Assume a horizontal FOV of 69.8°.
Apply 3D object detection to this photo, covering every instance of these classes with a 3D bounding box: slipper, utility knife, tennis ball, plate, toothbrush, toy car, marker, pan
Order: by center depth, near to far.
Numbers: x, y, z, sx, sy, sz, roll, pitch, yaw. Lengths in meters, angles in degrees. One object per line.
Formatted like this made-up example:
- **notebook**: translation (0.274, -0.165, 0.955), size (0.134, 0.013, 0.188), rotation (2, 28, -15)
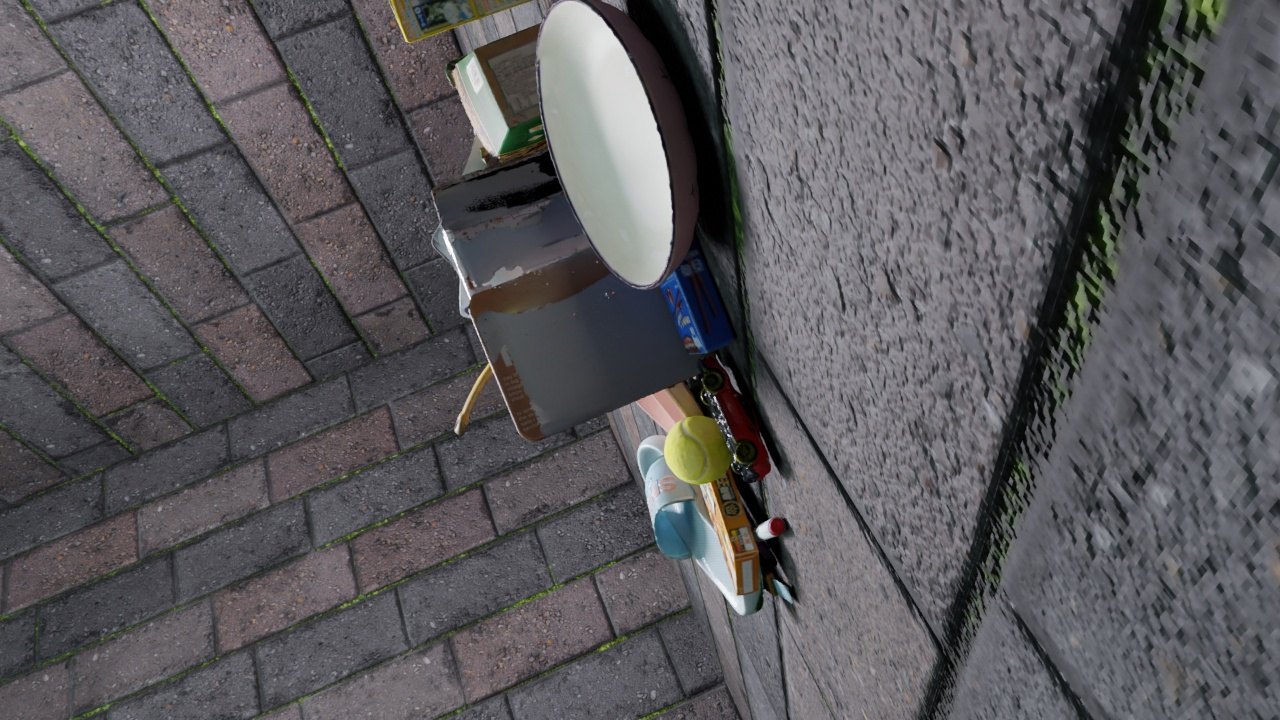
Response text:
- **plate**: translation (-0.011, -0.143, 0.604), size (0.192, 0.039, 0.193), rotation (52, 155, 36)
- **toy car**: translation (0.072, 0.044, 0.719), size (0.049, 0.031, 0.106), rotation (87, 159, -72)
- **marker**: translation (0.114, 0.156, 0.838), size (0.145, 0.017, 0.017), rotation (90, 156, -76)
- **tennis ball**: translation (0.055, 0.084, 0.869), size (0.065, 0.065, 0.065), rotation (157, 91, -85)
- **toothbrush**: translation (0.105, 0.160, 0.962), size (0.017, 0.014, 0.189), rotation (62, 177, -30)
- **utility knife**: translation (0.131, 0.231, 0.975), size (0.223, 0.015, 0.033), rotation (130, 115, -83)
- **plate**: translation (-0.006, 0.006, 1.007), size (0.229, 0.028, 0.230), rotation (45, 170, 10)
- **slipper**: translation (0.053, 0.186, 1.016), size (0.245, 0.074, 0.104), rotation (51, 153, 44)
- **pan**: translation (-0.167, -0.057, 1.288), size (0.198, 0.078, 0.357), rotation (177, 112, -75)

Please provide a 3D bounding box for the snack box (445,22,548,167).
- **snack box**: translation (-0.117, -0.265, 0.890), size (0.118, 0.117, 0.106), rotation (65, 170, -7)

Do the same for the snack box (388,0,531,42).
- **snack box**: translation (-0.169, -0.362, 0.853), size (0.033, 0.140, 0.087), rotation (-116, 6, -54)

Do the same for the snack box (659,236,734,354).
- **snack box**: translation (0.025, -0.081, 0.703), size (0.084, 0.026, 0.157), rotation (178, 70, -84)

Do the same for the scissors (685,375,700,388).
- **scissors**: translation (0.028, -0.051, 0.885), size (0.164, 0.014, 0.164), rotation (-118, 10, -57)

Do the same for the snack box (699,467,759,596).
- **snack box**: translation (0.084, 0.148, 0.910), size (0.075, 0.026, 0.153), rotation (82, 174, -47)

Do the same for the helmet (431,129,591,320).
- **helmet**: translation (-0.118, -0.152, 1.057), size (0.259, 0.146, 0.228), rotation (75, -156, -57)

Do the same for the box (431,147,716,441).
- **box**: translation (-0.064, -0.081, 0.783), size (0.136, 0.179, 0.269), rotation (82, 166, -62)
